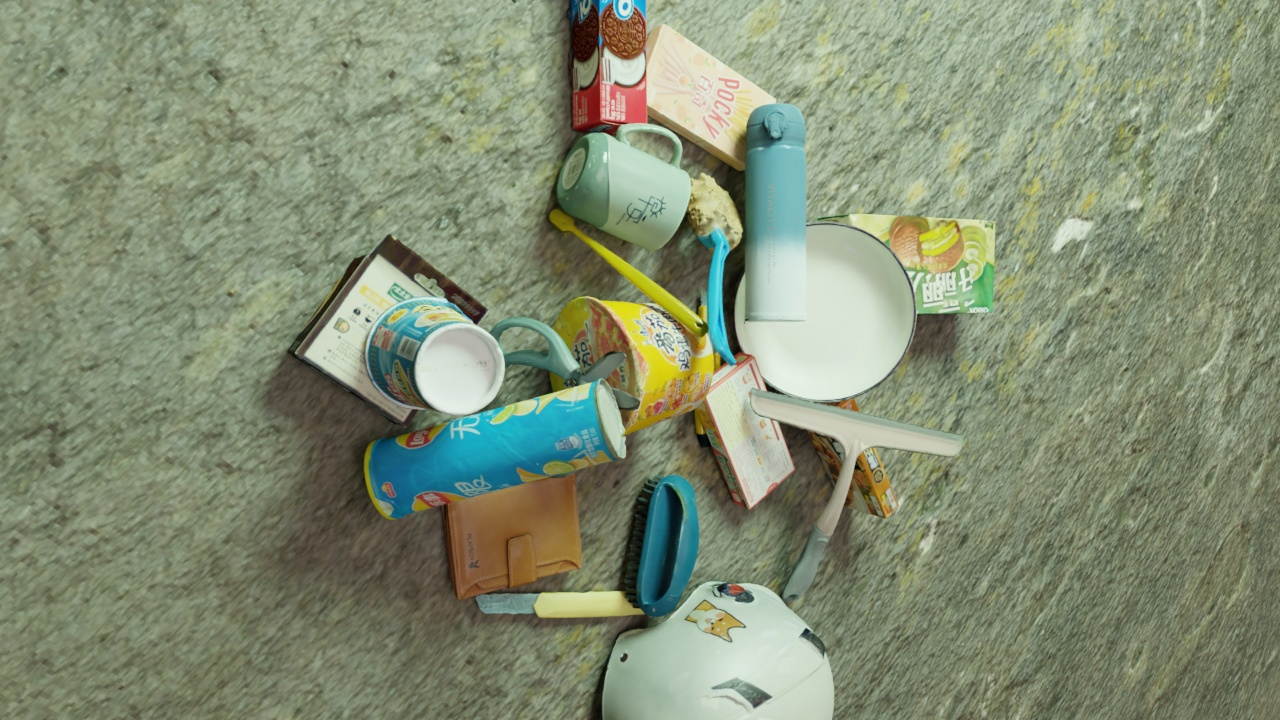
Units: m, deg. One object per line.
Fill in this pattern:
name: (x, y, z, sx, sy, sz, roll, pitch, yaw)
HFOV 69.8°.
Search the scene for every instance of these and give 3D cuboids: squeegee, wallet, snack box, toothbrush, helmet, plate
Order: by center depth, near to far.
snack box: (-0.215, -0.025, 0.787, 0.113, 0.053, 0.125, 40, 73, -27)
toothbrush: (-0.012, -0.082, 0.858, 0.190, 0.017, 0.015, 38, 80, 13)
wallet: (-0.120, 0.160, 0.870, 0.131, 0.031, 0.108, -7, 95, -29)
snack box: (-0.031, -0.324, 0.871, 0.057, 0.058, 0.207, -3, 95, -33)
helmet: (0.102, 0.357, 0.940, 0.273, 0.157, 0.230, -10, 99, -29)
snack box: (0.065, -0.269, 0.948, 0.157, 0.026, 0.084, 23, 82, -29)
snack box: (0.112, 0.077, 0.987, 0.076, 0.027, 0.156, -36, 118, -25)
plate: (0.196, -0.051, 0.987, 0.192, 0.039, 0.192, 0, 92, 10)
squeegee: (0.203, 0.172, 1.003, 0.247, 0.040, 0.250, 12, 112, -11)
snack box: (0.235, 0.106, 1.046, 0.026, 0.075, 0.154, -35, 110, -24)
snack box: (0.315, -0.111, 1.084, 0.239, 0.063, 0.114, -2, 95, -30)

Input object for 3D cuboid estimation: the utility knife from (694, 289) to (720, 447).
utility knife: (0.073, 0.009, 0.978, 0.033, 0.015, 0.170, -5, 97, -33)

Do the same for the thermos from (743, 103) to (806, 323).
thermos: (0.138, -0.148, 0.940, 0.070, 0.070, 0.220, -1, 92, -30)

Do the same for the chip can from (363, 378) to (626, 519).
chip can: (-0.122, 0.075, 0.773, 0.210, 0.071, 0.071, -16, 104, 10)

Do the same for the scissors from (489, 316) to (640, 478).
scissors: (-0.075, 0.043, 0.833, 0.019, 0.170, 0.181, -27, 130, -54)

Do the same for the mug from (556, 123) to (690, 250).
mug: (-0.012, -0.173, 0.868, 0.106, 0.082, 0.112, 21, 112, -26)

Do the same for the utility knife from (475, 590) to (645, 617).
utility knife: (-0.065, 0.241, 0.913, 0.212, 0.022, 0.031, 9, 88, -37)

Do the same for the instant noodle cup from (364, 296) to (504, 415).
instant noodle cup: (-0.160, 0.000, 0.732, 0.099, 0.110, 0.099, -4, 99, -27)

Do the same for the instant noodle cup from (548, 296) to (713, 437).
instant noodle cup: (-0.005, 0.005, 0.870, 0.109, 0.138, 0.138, -8, 98, -38)

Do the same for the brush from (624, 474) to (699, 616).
brush: (0.028, 0.188, 0.930, 0.055, 0.074, 0.143, 15, 80, -34)

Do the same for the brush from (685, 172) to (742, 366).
brush: (0.072, -0.091, 0.877, 0.083, 0.046, 0.254, 45, 31, -36)
